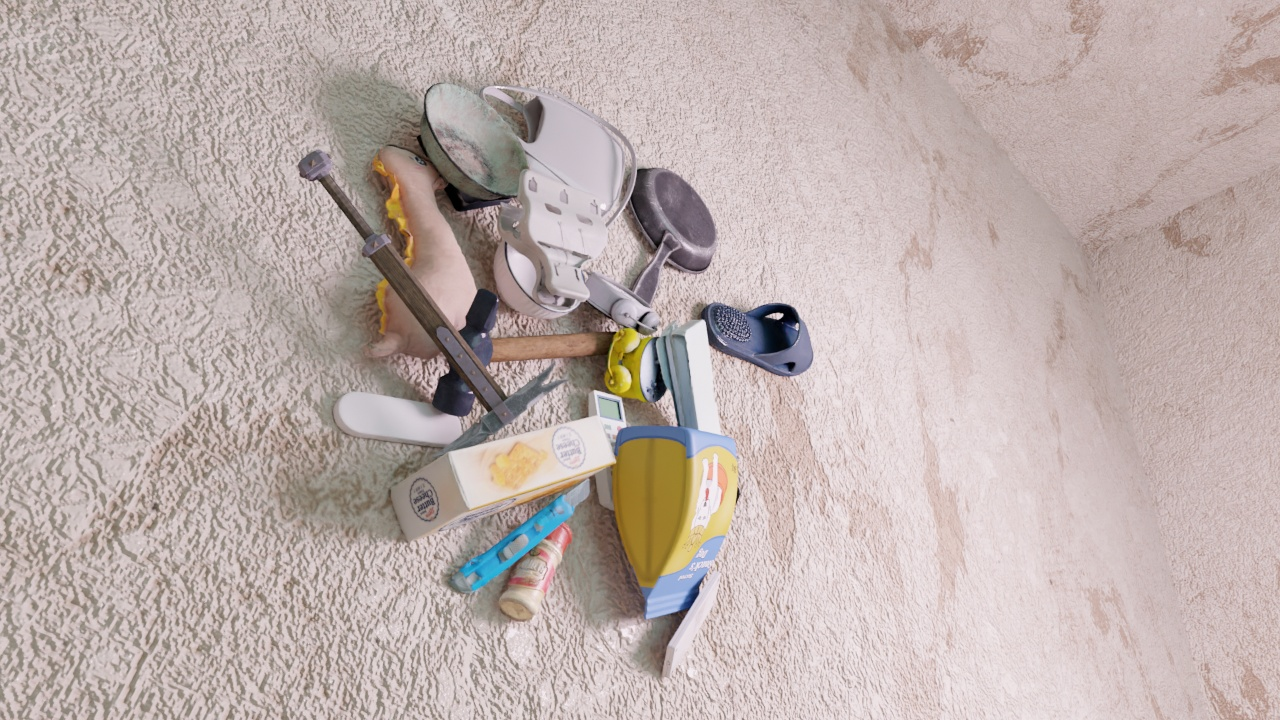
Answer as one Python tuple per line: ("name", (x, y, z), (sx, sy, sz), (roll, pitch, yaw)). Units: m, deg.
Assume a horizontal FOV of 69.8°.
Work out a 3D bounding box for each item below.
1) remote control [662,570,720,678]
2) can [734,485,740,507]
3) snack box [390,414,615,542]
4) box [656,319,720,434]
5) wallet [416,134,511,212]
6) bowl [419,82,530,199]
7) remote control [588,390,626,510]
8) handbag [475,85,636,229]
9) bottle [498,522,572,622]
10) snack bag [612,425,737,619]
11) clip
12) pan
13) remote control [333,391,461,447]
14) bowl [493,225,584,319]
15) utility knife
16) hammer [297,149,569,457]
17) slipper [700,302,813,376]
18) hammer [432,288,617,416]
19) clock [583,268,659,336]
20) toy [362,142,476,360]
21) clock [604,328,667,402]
("remote control", (0.059, 0.301, 1.052), (0.011, 0.050, 0.135), (20, 34, 19))
("can", (0.104, 0.191, 1.184), (0.031, 0.032, 0.080), (50, 38, -12))
("snack box", (-0.131, 0.114, 0.911), (0.207, 0.104, 0.057), (-11, 74, -51))
("box", (0.066, 0.050, 1.157), (0.083, 0.066, 0.199), (-82, 163, -74))
("wallet", (-0.214, -0.235, 1.112), (0.089, 0.026, 0.115), (-22, 82, -53))
("bowl", (-0.199, -0.247, 1.071), (0.157, 0.039, 0.157), (36, 36, -32))
("remote control", (-0.036, 0.109, 1.086), (0.049, 0.024, 0.143), (17, 55, -47))
("handbag", (-0.120, -0.278, 1.196), (0.222, 0.096, 0.215), (33, 42, -27))
("bottle", (-0.105, 0.210, 0.927), (0.044, 0.044, 0.108), (45, 40, -18))
("snack bag", (0.041, 0.182, 1.046), (0.159, 0.102, 0.205), (19, 72, -64))
("clip", (-0.104, -0.130, 1.055), (0.126, 0.097, 0.152), (10, 80, -43))
("pan", (0.033, -0.163, 1.336), (0.187, 0.055, 0.355), (43, 36, -21))
("remote control", (-0.236, 0.059, 0.903), (0.136, 0.013, 0.043), (14, 56, -43))
("bowl", (-0.130, -0.097, 1.087), (0.118, 0.062, 0.118), (28, 47, -35))
("utility knife", (-0.114, 0.174, 0.914), (0.178, 0.015, 0.031), (-37, 111, -30))
("hammer", (-0.221, -0.063, 0.871), (0.317, 0.147, 0.028), (53, -6, -5))
("slipper", (0.204, -0.042, 1.414), (0.263, 0.083, 0.101), (13, 59, -43))
("hammer", (-0.105, -0.016, 1.041), (0.040, 0.129, 0.321), (28, 15, 24))
("clock", (-0.025, -0.070, 1.159), (0.094, 0.035, 0.122), (23, 13, -47))
("toy", (-0.247, -0.121, 0.971), (0.195, 0.065, 0.264), (-7, 69, -53))
("clock", (-0.007, 0.007, 1.133), (0.118, 0.057, 0.083), (31, 67, -59))
